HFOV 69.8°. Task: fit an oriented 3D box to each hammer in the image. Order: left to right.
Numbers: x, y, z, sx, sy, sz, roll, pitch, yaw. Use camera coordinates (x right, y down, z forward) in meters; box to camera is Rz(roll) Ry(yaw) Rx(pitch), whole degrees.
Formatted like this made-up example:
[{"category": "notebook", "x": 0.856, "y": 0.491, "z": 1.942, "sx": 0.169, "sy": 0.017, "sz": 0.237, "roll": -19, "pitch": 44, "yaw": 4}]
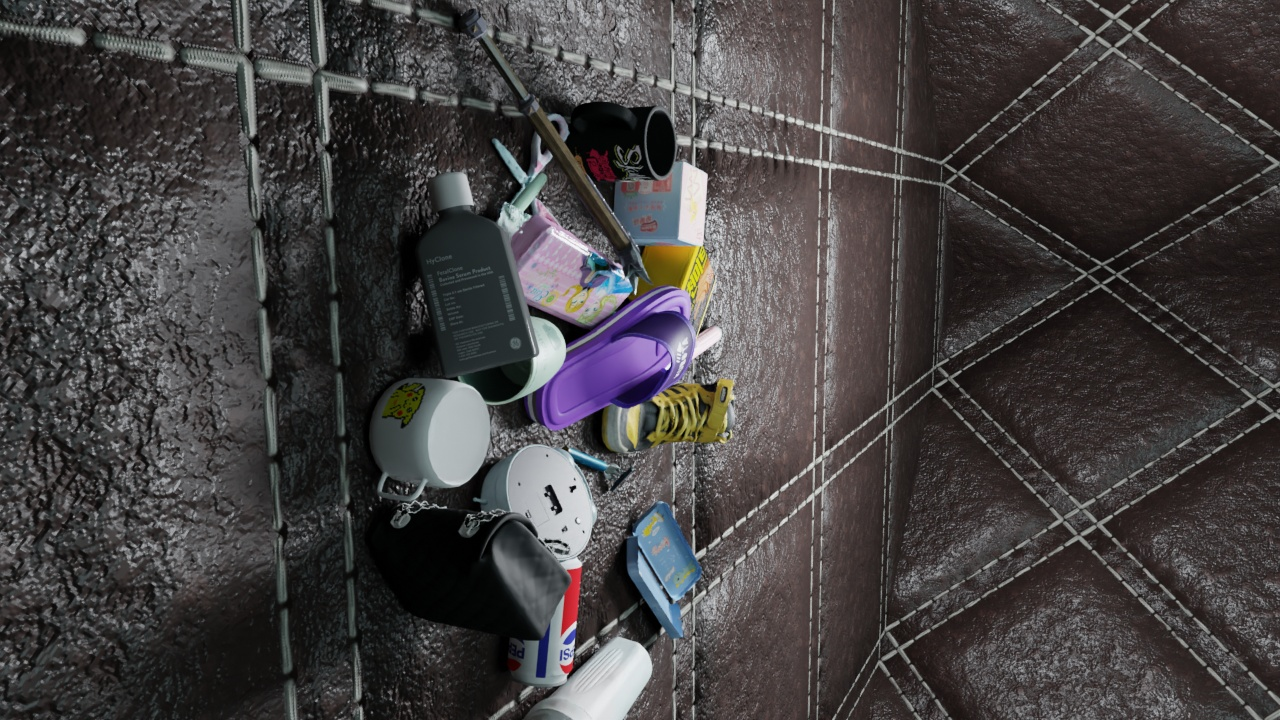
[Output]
[{"category": "hammer", "x": -0.086, "y": -0.220, "z": 0.941, "sx": 0.317, "sy": 0.028, "sz": 0.146, "roll": 54, "pitch": 11, "yaw": -36}]

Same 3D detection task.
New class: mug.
[{"category": "mug", "x": -0.188, "y": 0.071, "z": 0.798, "sx": 0.115, "sy": 0.068, "sz": 0.094, "roll": -67, "pitch": 147, "yaw": -32}, {"category": "mug", "x": -0.128, "y": -0.019, "z": 0.903, "sx": 0.111, "sy": 0.084, "sz": 0.103, "roll": 62, "pitch": 21, "yaw": 1}, {"category": "mug", "x": -0.027, "y": -0.252, "z": 1.031, "sx": 0.118, "sy": 0.098, "sz": 0.081, "roll": 40, "pitch": 59, "yaw": -57}]

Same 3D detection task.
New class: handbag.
[{"category": "handbag", "x": -0.144, "y": 0.164, "z": 0.808, "sx": 0.114, "sy": 0.154, "sz": 0.125, "roll": -58, "pitch": 137, "yaw": -36}]

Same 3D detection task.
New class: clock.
[{"category": "clock", "x": -0.100, "y": 0.148, "z": 0.954, "sx": 0.159, "sy": 0.045, "sz": 0.122, "roll": -21, "pitch": 85, "yaw": -59}]

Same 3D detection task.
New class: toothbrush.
[{"category": "toothbrush", "x": -0.134, "y": -0.137, "z": 0.918, "sx": 0.154, "sy": 0.015, "sz": 0.022, "roll": -60, "pitch": 155, "yaw": -32}, {"category": "toothbrush", "x": 0.064, "y": -0.009, "z": 1.319, "sx": 0.222, "sy": 0.027, "sz": 0.027, "roll": -34, "pitch": 152, "yaw": -57}]

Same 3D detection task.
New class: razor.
[{"category": "razor", "x": -0.057, "y": 0.126, "z": 1.117, "sx": 0.042, "sy": 0.022, "sz": 0.144, "roll": -47, "pitch": 145, "yaw": 5}]

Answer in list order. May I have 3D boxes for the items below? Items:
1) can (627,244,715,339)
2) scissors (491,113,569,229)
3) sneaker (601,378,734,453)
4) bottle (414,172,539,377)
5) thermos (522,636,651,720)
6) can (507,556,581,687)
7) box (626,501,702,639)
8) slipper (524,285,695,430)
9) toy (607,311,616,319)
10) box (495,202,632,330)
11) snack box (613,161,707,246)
[{"category": "can", "x": 0.046, "y": -0.099, "z": 1.226, "sx": 0.101, "sy": 0.073, "sz": 0.130, "roll": 61, "pitch": 42, "yaw": -51}, {"category": "scissors", "x": -0.108, "y": -0.189, "z": 0.980, "sx": 0.170, "sy": 0.013, "sz": 0.176, "roll": 51, "pitch": 52, "yaw": -49}, {"category": "sneaker", "x": 0.049, "y": 0.074, "z": 1.201, "sx": 0.238, "sy": 0.122, "sz": 0.086, "roll": -16, "pitch": 107, "yaw": -62}, {"category": "bottle", "x": -0.152, "y": -0.078, "z": 0.814, "sx": 0.046, "sy": 0.084, "sz": 0.174, "roll": -127, "pitch": -157, "yaw": -89}, {"category": "thermos", "x": -0.061, "y": 0.409, "z": 1.073, "sx": 0.220, "sy": 0.099, "sz": 0.099, "roll": -25, "pitch": 115, "yaw": -64}, {"category": "can", "x": -0.104, "y": 0.276, "z": 0.989, "sx": 0.070, "sy": 0.070, "sz": 0.132, "roll": 9, "pitch": 86, "yaw": -63}, {"category": "box", "x": 0.030, "y": 0.295, "z": 1.289, "sx": 0.124, "sy": 0.043, "sz": 0.209, "roll": -67, "pitch": 147, "yaw": -35}, {"category": "slipper", "x": -0.006, "y": 0.006, "z": 1.048, "sx": 0.265, "sy": 0.084, "sz": 0.107, "roll": -31, "pitch": 132, "yaw": -41}, {"category": "toy", "x": -0.044, "y": -0.010, "z": 1.106, "sx": 0.085, "sy": 0.033, "sz": 0.105, "roll": 40, "pitch": 62, "yaw": -51}, {"category": "box", "x": -0.090, "y": -0.098, "z": 0.974, "sx": 0.085, "sy": 0.071, "sz": 0.230, "roll": -47, "pitch": 159, "yaw": 9}, {"category": "snack box", "x": 0.025, "y": -0.193, "z": 1.146, "sx": 0.079, "sy": 0.093, "sz": 0.095, "roll": 3, "pitch": 91, "yaw": -63}]
